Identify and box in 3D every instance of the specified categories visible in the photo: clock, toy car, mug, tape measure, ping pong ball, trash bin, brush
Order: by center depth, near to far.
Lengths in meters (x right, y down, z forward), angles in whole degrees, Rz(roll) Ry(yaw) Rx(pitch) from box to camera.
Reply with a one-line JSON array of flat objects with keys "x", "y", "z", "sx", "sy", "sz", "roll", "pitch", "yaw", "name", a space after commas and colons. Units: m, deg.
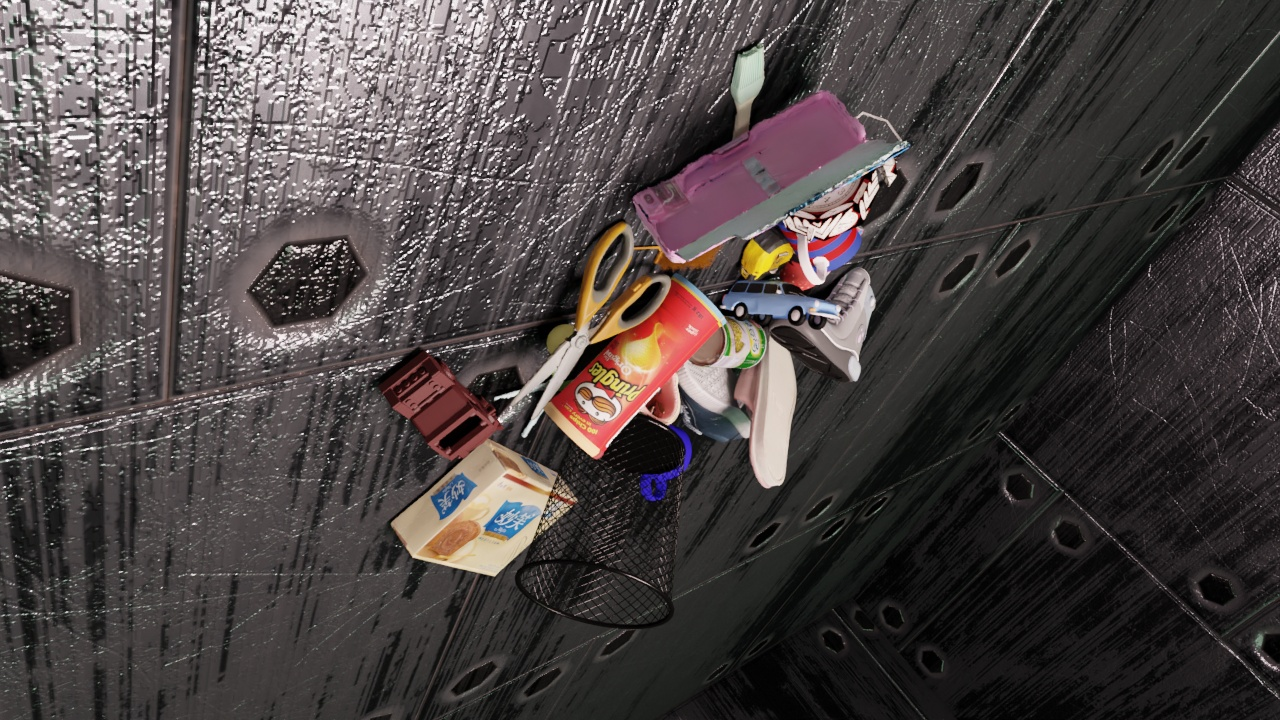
[{"x": -0.189, "y": 0.056, "z": 0.920, "sx": 0.070, "sy": 0.062, "sz": 0.170, "roll": -38, "pitch": 153, "yaw": -4, "name": "toy car"}, {"x": 0.101, "y": -0.225, "z": 0.926, "sx": 0.033, "sy": 0.012, "sz": 0.218, "roll": -32, "pitch": 154, "yaw": -18, "name": "brush"}, {"x": -0.079, "y": -0.019, "z": 0.971, "sx": 0.040, "sy": 0.040, "sz": 0.040, "roll": -31, "pitch": 152, "yaw": -19, "name": "ping pong ball"}, {"x": 0.211, "y": -0.200, "z": 0.988, "sx": 0.154, "sy": 0.114, "sz": 0.065, "roll": -44, "pitch": 153, "yaw": 1, "name": "clock"}, {"x": 0.041, "y": -0.119, "z": 0.998, "sx": 0.126, "sy": 0.017, "sz": 0.048, "roll": -9, "pitch": 140, "yaw": -46, "name": "brush"}, {"x": 0.201, "y": -0.141, "z": 1.053, "sx": 0.076, "sy": 0.075, "sz": 0.111, "roll": 51, "pitch": 44, "yaw": -33, "name": "mug"}, {"x": -0.033, "y": 0.186, "z": 1.100, "sx": 0.184, "sy": 0.184, "sz": 0.209, "roll": 94, "pitch": 8, "yaw": -55, "name": "trash bin"}, {"x": 0.157, "y": -0.129, "z": 1.110, "sx": 0.065, "sy": 0.037, "sz": 0.064, "roll": -19, "pitch": 147, "yaw": -36, "name": "tape measure"}, {"x": 0.171, "y": -0.070, "z": 1.121, "sx": 0.056, "sy": 0.154, "sz": 0.055, "roll": 7, "pitch": 91, "yaw": -45, "name": "toy car"}, {"x": 0.018, "y": 0.136, "z": 1.259, "sx": 0.079, "sy": 0.111, "sz": 0.083, "roll": -4, "pitch": 166, "yaw": 25, "name": "mug"}]

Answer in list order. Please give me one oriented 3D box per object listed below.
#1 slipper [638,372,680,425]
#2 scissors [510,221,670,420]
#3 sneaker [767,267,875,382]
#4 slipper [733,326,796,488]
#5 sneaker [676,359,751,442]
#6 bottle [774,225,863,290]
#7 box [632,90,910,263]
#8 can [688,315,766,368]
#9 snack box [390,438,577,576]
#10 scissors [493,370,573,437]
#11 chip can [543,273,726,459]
[{"x": 0.007, "y": 0.049, "z": 1.142, "sx": 0.093, "sy": 0.081, "sz": 0.198, "roll": -19, "pitch": 144, "yaw": -34, "name": "slipper"}, {"x": -0.056, "y": -0.041, "z": 0.934, "sx": 0.224, "sy": 0.016, "sz": 0.175, "roll": -42, "pitch": 141, "yaw": -19, "name": "scissors"}, {"x": 0.266, "y": -0.070, "z": 1.278, "sx": 0.256, "sy": 0.093, "sz": 0.160, "roll": 33, "pitch": 80, "yaw": -61, "name": "sneaker"}, {"x": 0.166, "y": 0.057, "z": 1.234, "sx": 0.055, "sy": 0.273, "sz": 0.114, "roll": -15, "pitch": 126, "yaw": 25, "name": "slipper"}, {"x": 0.087, "y": 0.052, "z": 1.251, "sx": 0.087, "sy": 0.089, "sz": 0.235, "roll": -20, "pitch": 145, "yaw": 22, "name": "sneaker"}, {"x": 0.214, "y": -0.129, "z": 1.156, "sx": 0.138, "sy": 0.062, "sz": 0.061, "roll": -51, "pitch": 151, "yaw": 20, "name": "bottle"}, {"x": 0.123, "y": -0.162, "z": 0.872, "sx": 0.230, "sy": 0.160, "sz": 0.062, "roll": -31, "pitch": 132, "yaw": -5, "name": "box"}, {"x": 0.106, "y": -0.024, "z": 1.163, "sx": 0.067, "sy": 0.067, "sz": 0.120, "roll": -51, "pitch": 155, "yaw": 20, "name": "can"}, {"x": -0.184, "y": 0.187, "z": 1.130, "sx": 0.153, "sy": 0.055, "sz": 0.207, "roll": -42, "pitch": 153, "yaw": 2, "name": "snack box"}, {"x": -0.099, "y": 0.028, "z": 1.050, "sx": 0.171, "sy": 0.021, "sz": 0.173, "roll": -11, "pitch": 146, "yaw": -49, "name": "scissors"}, {"x": -0.006, "y": 0.006, "z": 1.034, "sx": 0.213, "sy": 0.087, "sz": 0.087, "roll": -46, "pitch": 153, "yaw": -2, "name": "chip can"}]
